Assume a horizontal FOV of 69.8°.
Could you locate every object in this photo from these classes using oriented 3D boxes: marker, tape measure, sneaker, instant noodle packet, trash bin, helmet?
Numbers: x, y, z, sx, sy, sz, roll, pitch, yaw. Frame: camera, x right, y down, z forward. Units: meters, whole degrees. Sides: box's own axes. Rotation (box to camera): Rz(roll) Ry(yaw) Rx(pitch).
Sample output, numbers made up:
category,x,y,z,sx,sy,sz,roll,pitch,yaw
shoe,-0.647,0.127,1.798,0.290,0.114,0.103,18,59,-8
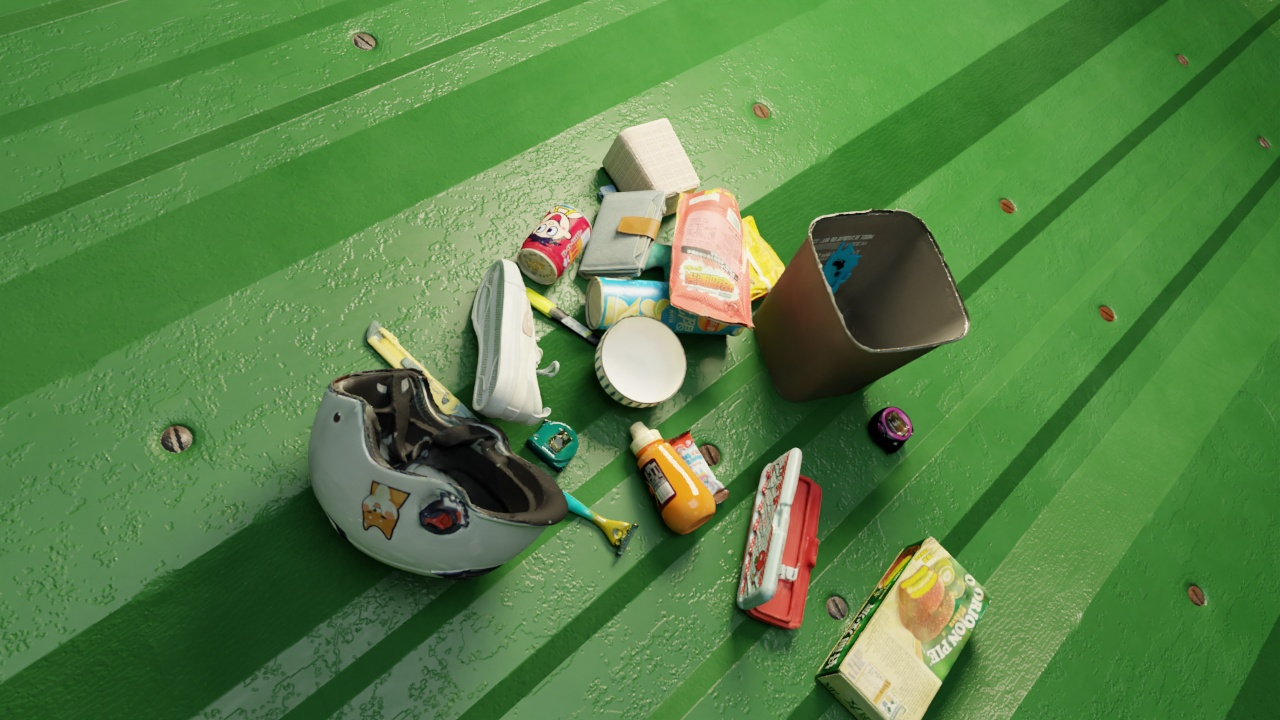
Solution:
category,x,y,z,sx,sy,sz,roll,pitch,yaw
marker,-0.104,-0.056,1.198,0.124,0.015,0.018,34,58,-7
tape measure,-0.103,0.100,1.113,0.058,0.025,0.054,42,58,1
sneaker,-0.147,-0.025,1.108,0.090,0.090,0.241,23,41,-31
instant noodle packet,0.148,-0.146,1.324,0.110,0.044,0.128,-23,77,-34
trash bin,0.277,-0.062,1.230,0.198,0.220,0.198,-8,69,-24
tape measure,0.353,0.094,1.288,0.056,0.039,0.058,-35,81,-31
helmet,-0.229,0.135,0.956,0.274,0.230,0.157,36,100,-6

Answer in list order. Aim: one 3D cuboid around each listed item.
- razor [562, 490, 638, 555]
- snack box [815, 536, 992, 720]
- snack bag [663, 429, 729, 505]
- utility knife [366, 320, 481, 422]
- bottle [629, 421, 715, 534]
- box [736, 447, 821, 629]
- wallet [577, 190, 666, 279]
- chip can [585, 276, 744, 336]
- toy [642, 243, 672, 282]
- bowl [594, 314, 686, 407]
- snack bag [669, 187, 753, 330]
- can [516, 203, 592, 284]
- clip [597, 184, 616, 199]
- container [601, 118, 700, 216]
category,x,y,z,sx,sy,sz,roll,pitch,yaw
razor,-0.067,0.180,1.085,0.132,0.028,0.043,31,89,-8
snack box,0.331,0.343,1.143,0.114,0.063,0.239,45,57,3
snack bag,0.070,0.138,1.162,0.045,0.026,0.105,-27,79,-33
utility knife,-0.262,0.021,1.099,0.182,0.019,0.030,45,63,-2
bottle,0.031,0.139,1.129,0.066,0.067,0.149,-22,67,-29
box,0.186,0.218,1.126,0.094,0.100,0.200,22,60,-10
wallet,-0.023,-0.172,1.232,0.037,0.107,0.129,45,54,-48
chip can,0.036,-0.071,1.226,0.210,0.071,0.071,1,65,-21
toy,0.024,-0.139,1.281,0.091,0.030,0.096,4,70,-18
bowl,-0.007,0.007,1.169,0.116,0.066,0.116,7,71,-21
snack bag,0.094,-0.136,1.216,0.128,0.073,0.207,22,49,-21
can,-0.114,-0.153,1.209,0.066,0.067,0.093,34,58,-3
clip,-0.038,-0.223,1.303,0.025,0.037,0.058,-18,74,-31
container,0.018,-0.267,1.308,0.090,0.090,0.111,-23,78,-29
